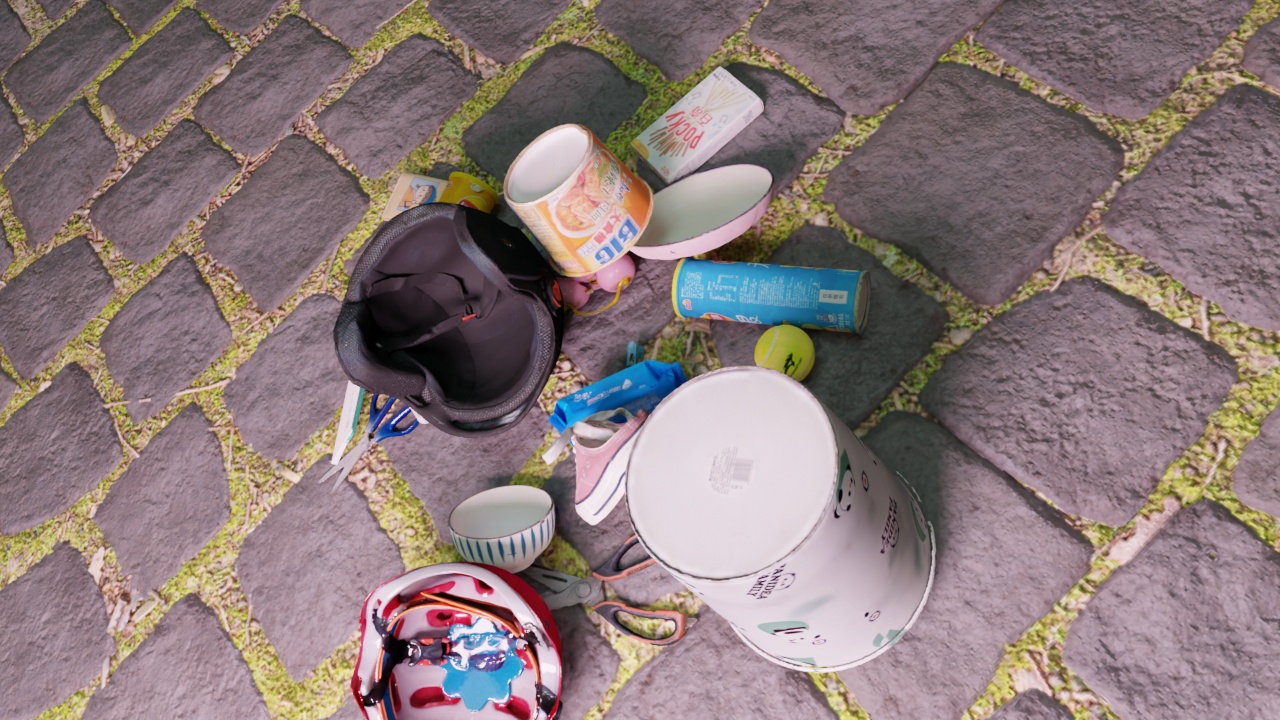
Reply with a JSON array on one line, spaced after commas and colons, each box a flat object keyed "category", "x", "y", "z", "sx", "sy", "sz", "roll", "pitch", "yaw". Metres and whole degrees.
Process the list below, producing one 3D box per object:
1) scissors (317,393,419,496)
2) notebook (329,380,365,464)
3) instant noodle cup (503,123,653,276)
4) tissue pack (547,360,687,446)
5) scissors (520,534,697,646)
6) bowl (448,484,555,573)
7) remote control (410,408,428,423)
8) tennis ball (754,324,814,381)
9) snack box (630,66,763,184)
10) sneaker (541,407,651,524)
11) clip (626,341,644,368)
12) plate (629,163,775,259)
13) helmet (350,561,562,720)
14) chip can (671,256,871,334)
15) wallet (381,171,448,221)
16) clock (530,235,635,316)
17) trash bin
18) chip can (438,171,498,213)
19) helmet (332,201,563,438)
[{"category": "scissors", "x": -0.340, "y": 0.103, "z": 1.170, "sx": 0.144, "sy": 0.012, "sz": 0.170, "roll": 4, "pitch": 71, "yaw": 23}, {"category": "notebook", "x": -0.352, "y": 0.012, "z": 1.149, "sx": 0.151, "sy": 0.012, "sz": 0.208, "roll": -38, "pitch": 42, "yaw": 56}, {"category": "instant noodle cup", "x": -0.076, "y": -0.188, "z": 1.044, "sx": 0.152, "sy": 0.111, "sz": 0.151, "roll": -20, "pitch": 48, "yaw": 24}, {"category": "tissue pack", "x": -0.015, "y": 0.055, "z": 1.017, "sx": 0.157, "sy": 0.095, "sz": 0.052, "roll": -23, "pitch": 45, "yaw": 10}, {"category": "scissors", "x": -0.038, "y": 0.246, "z": 0.991, "sx": 0.224, "sy": 0.015, "sz": 0.189, "roll": -41, "pitch": 60, "yaw": 2}, {"category": "bowl", "x": -0.149, "y": 0.193, "z": 1.015, "sx": 0.117, "sy": 0.116, "sz": 0.066, "roll": 1, "pitch": 112, "yaw": 21}, {"category": "remote control", "x": -0.285, "y": 0.022, "z": 1.171, "sx": 0.055, "sy": 0.020, "sz": 0.136, "roll": -30, "pitch": 58, "yaw": -17}, {"category": "tennis ball", "x": 0.156, "y": -0.006, "z": 0.993, "sx": 0.065, "sy": 0.065, "sz": 0.065, "roll": -8, "pitch": 66, "yaw": 18}, {"category": "snack box", "x": 0.072, "y": -0.298, "z": 1.173, "sx": 0.157, "sy": 0.027, "sz": 0.084, "roll": -41, "pitch": 60, "yaw": 0}, {"category": "sneaker", "x": -0.036, "y": 0.095, "z": 0.930, "sx": 0.088, "sy": 0.242, "sz": 0.118, "roll": 44, "pitch": 65, "yaw": 7}, {"category": "clip", "x": -0.007, "y": 0.007, "z": 1.077, "sx": 0.013, "sy": 0.037, "sz": 0.055, "roll": 4, "pitch": 81, "yaw": 23}, {"category": "plate", "x": 0.069, "y": -0.168, "z": 1.074, "sx": 0.192, "sy": 0.039, "sz": 0.192, "roll": -19, "pitch": 29, "yaw": 11}, {"category": "helmet", "x": -0.175, "y": 0.319, "z": 0.941, "sx": 0.207, "sy": 0.144, "sz": 0.240, "roll": 3, "pitch": 89, "yaw": 6}, {"category": "chip can", "x": 0.145, "y": -0.074, "z": 1.024, "sx": 0.210, "sy": 0.071, "sz": 0.071, "roll": 7, "pitch": 71, "yaw": 23}, {"category": "wallet", "x": -0.304, "y": -0.219, "z": 1.288, "sx": 0.115, "sy": 0.024, "sz": 0.087, "roll": 17, "pitch": 70, "yaw": 25}, {"category": "clock", "x": -0.068, "y": -0.126, "z": 1.135, "sx": 0.117, "sy": 0.060, "sz": 0.158, "roll": -21, "pitch": 61, "yaw": 10}, {"category": "trash bin", "x": 0.121, "y": 0.139, "z": 0.820, "sx": 0.230, "sy": 0.252, "sz": 0.229, "roll": -14, "pitch": 58, "yaw": 23}, {"category": "chip can", "x": -0.264, "y": -0.141, "z": 1.211, "sx": 0.072, "sy": 0.072, "sz": 0.213, "roll": 18, "pitch": 77, "yaw": 26}, {"category": "helmet", "x": -0.200, "y": -0.049, "z": 1.060, "sx": 0.234, "sy": 0.229, "sz": 0.274, "roll": -33, "pitch": 89, "yaw": 19}]
